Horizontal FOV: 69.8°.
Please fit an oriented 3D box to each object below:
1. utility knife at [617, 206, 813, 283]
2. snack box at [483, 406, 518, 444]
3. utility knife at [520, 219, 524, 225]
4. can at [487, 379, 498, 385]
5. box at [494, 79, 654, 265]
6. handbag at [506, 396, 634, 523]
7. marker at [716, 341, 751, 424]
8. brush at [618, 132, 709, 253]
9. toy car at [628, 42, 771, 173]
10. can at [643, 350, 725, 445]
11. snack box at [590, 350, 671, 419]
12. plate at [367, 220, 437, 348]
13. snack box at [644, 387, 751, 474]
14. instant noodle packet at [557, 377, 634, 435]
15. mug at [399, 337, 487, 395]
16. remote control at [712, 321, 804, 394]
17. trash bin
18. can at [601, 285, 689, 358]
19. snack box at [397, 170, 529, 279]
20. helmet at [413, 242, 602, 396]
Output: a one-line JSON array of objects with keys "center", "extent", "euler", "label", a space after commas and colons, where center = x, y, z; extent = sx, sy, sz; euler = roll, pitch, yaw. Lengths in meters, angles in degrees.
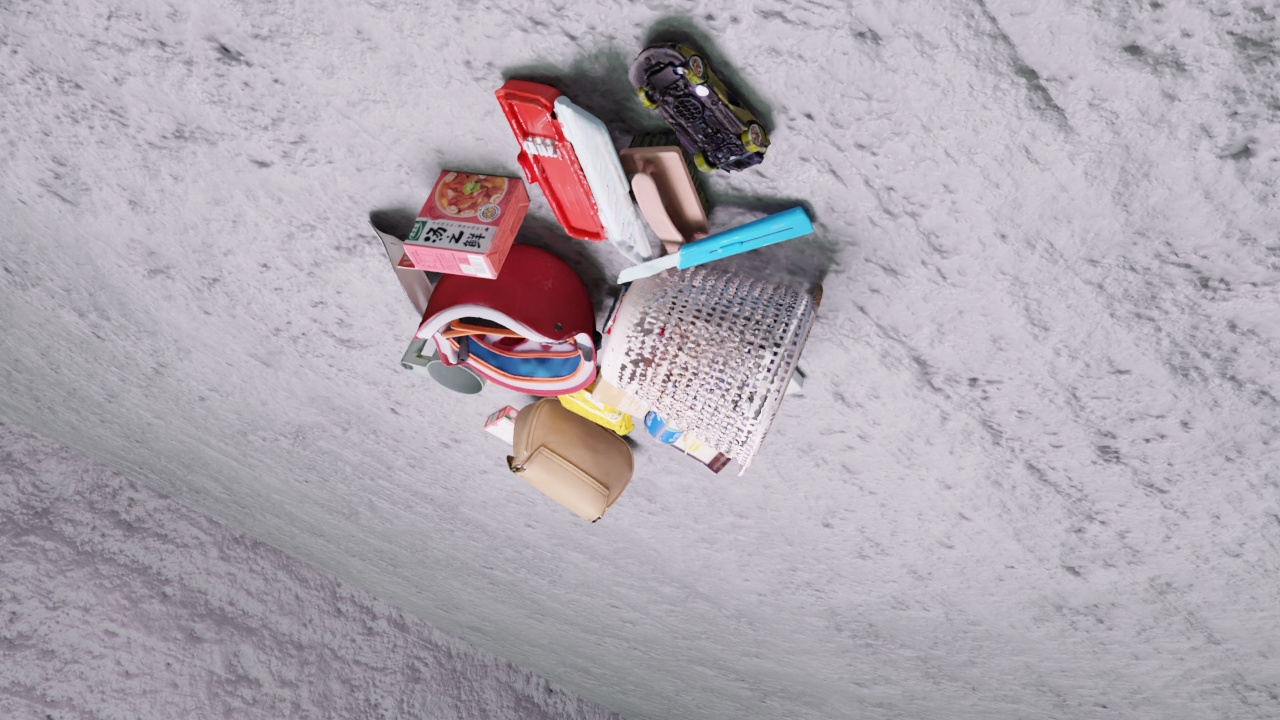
[{"center": [0.075, -0.114, 0.936], "extent": [0.208, 0.018, 0.034], "euler": [-17, 140, 1], "label": "utility knife"}, {"center": [-0.182, 0.134, 1.563], "extent": [0.155, 0.027, 0.077], "euler": [33, 146, -22], "label": "snack box"}, {"center": [-0.208, -0.159, 1.119], "extent": [0.179, 0.013, 0.029], "euler": [-6, 143, 36], "label": "utility knife"}, {"center": [-0.161, -0.002, 1.302], "extent": [0.146, 0.058, 0.058], "euler": [-12, 138, 41], "label": "can"}, {"center": [-0.058, -0.185, 0.926], "extent": [0.161, 0.049, 0.201], "euler": [29, 158, 34], "label": "box"}, {"center": [-0.114, 0.154, 1.441], "extent": [0.204, 0.147, 0.100], "euler": [37, 143, -21], "label": "handbag"}, {"center": [0.125, 0.034, 1.198], "extent": [0.017, 0.016, 0.146], "euler": [-7, 121, 37], "label": "marker"}, {"center": [0.029, -0.160, 0.930], "extent": [0.063, 0.072, 0.146], "euler": [2, 148, 24], "label": "brush"}, {"center": [0.056, -0.228, 0.833], "extent": [0.070, 0.042, 0.158], "euler": [-13, 138, 42], "label": "toy car"}, {"center": [0.059, 0.047, 1.183], "extent": [0.053, 0.053, 0.135], "euler": [27, 125, -14], "label": "can"}, {"center": [-0.007, 0.007, 1.196], "extent": [0.077, 0.094, 0.093], "euler": [22, 150, -6], "label": "snack box"}, {"center": [-0.287, -0.096, 1.174], "extent": [0.034, 0.164, 0.164], "euler": [-28, 140, -9], "label": "plate"}, {"center": [0.087, 0.081, 1.264], "extent": [0.125, 0.053, 0.113], "euler": [30, 121, -19], "label": "snack box"}, {"center": [-0.069, 0.054, 1.336], "extent": [0.128, 0.044, 0.111], "euler": [27, 159, 19], "label": "instant noodle packet"}, {"center": [-0.258, -0.021, 1.280], "extent": [0.124, 0.103, 0.084], "euler": [15, 150, 9], "label": "mug"}, {"center": [0.149, -0.005, 1.163], "extent": [0.058, 0.021, 0.150], "euler": [-10, 139, 39], "label": "remote control"}, {"center": [0.070, -0.012, 1.013], "extent": [0.192, 0.226, 0.228], "euler": [23, 150, 5], "label": "trash bin"}, {"center": [0.007, -0.045, 1.132], "extent": [0.094, 0.066, 0.067], "euler": [23, 149, -7], "label": "can"}, {"center": [-0.203, -0.154, 1.025], "extent": [0.127, 0.113, 0.044], "euler": [8, 150, 17], "label": "snack box"}, {"center": [-0.146, -0.057, 1.129], "extent": [0.207, 0.143, 0.240], "euler": [-1, 158, 19], "label": "helmet"}]
